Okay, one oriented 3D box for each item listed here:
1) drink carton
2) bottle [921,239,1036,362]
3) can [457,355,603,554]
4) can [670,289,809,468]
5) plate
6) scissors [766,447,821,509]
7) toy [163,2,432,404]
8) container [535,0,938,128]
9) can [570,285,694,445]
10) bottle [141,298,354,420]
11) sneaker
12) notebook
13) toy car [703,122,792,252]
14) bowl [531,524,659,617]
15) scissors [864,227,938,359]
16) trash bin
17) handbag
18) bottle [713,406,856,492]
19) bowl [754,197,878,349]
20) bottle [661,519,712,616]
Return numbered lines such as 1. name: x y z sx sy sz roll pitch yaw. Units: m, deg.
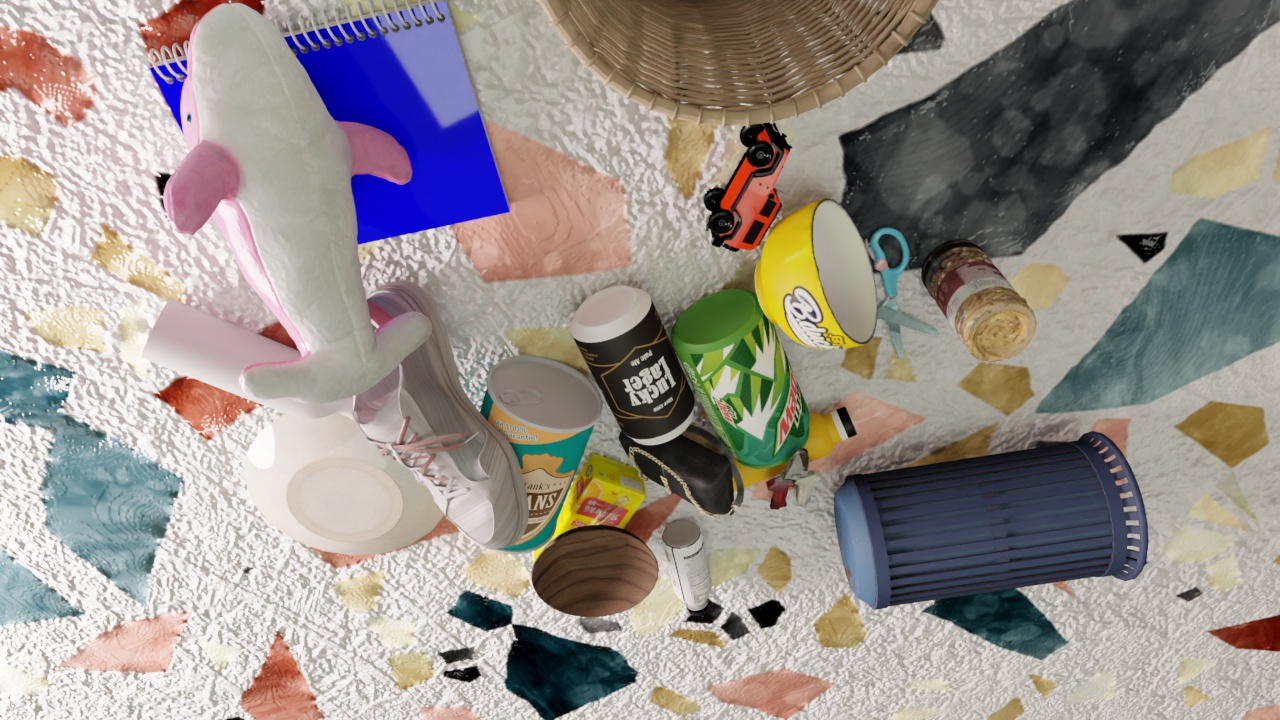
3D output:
1. drink carton: -0.051 0.156 0.891 0.058 0.042 0.135 23 119 -18
2. bottle: 0.271 -0.050 0.742 0.056 0.105 0.056 -2 124 -4
3. can: -0.102 0.083 0.802 0.099 0.099 0.144 13 122 -14
4. can: 0.089 0.018 0.785 0.083 0.083 0.144 -22 123 9
5. plate: -0.274 0.122 0.857 0.188 0.027 0.189 -2 124 -4
6. scissors: 0.133 0.111 0.834 0.140 0.015 0.188 -24 154 32
7. toy: -0.249 -0.100 0.631 0.128 0.186 0.266 -6 105 41
8. container: 0.044 -0.274 0.514 0.227 0.195 0.227 -2 124 -4
9. can: -0.005 0.005 0.774 0.072 0.071 0.129 -20 124 8
10. bottle: -0.303 0.013 0.765 0.195 0.052 0.053 25 118 -20
11. sneaker: -0.175 0.054 0.721 0.099 0.089 0.236 -28 90 38
12. notebook: -0.220 -0.165 0.672 0.209 0.022 0.172 -12 126 3
13. toy car: 0.085 -0.131 0.703 0.048 0.051 0.100 21 120 -15
14. bowl: -0.043 0.192 0.870 0.119 0.032 0.119 -3 125 -4
15. scissors: 0.197 -0.045 0.794 0.118 0.015 0.139 -19 118 8
16. trash bin: 0.318 0.155 0.868 0.249 0.139 0.139 -9 124 3
17. handbag: 0.038 0.097 0.828 0.054 0.128 0.079 -49 145 -23
18. bottle: 0.129 0.083 0.857 0.144 0.043 0.043 -23 123 11
19. bowl: 0.133 -0.062 0.723 0.068 0.117 0.117 -14 128 34
20. bottle: 0.051 0.218 0.943 0.041 0.041 0.116 -11 124 2
